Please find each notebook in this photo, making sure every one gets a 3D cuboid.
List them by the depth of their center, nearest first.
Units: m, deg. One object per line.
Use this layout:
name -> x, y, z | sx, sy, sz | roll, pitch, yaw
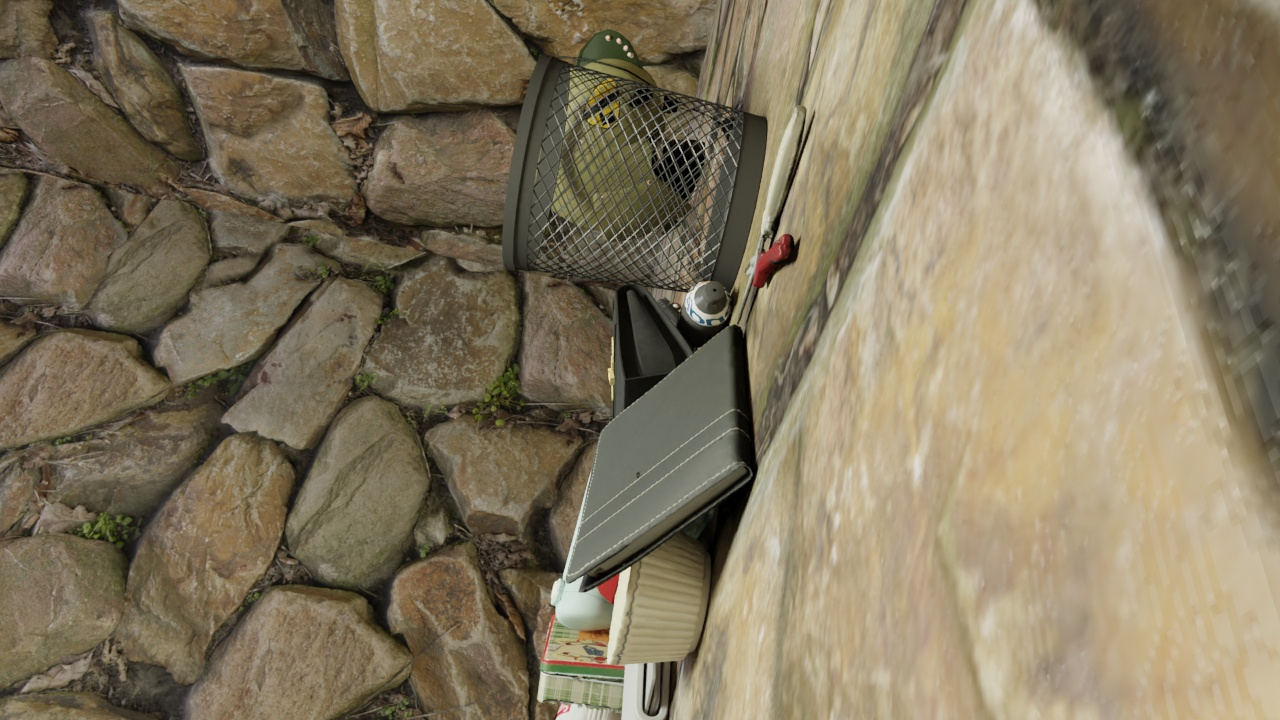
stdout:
notebook -> 0.016, 0.070, 0.701 | 0.170, 0.029, 0.208 | -40, 15, 22

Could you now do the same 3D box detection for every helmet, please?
helmet -> -0.019, -0.264, 1.141 | 0.250, 0.255, 0.233 | -68, -6, -81

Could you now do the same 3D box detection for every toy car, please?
toy car -> 0.043, -0.041, 1.179 | 0.092, 0.037, 0.040 | 55, 143, 39

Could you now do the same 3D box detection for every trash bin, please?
trash bin -> -0.005, -0.179, 0.941 | 0.218, 0.227, 0.217 | -175, 96, -88

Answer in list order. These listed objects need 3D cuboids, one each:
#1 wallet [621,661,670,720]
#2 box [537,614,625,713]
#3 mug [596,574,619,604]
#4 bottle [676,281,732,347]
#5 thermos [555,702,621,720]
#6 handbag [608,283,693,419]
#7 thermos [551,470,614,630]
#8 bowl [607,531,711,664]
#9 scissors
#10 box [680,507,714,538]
wallet -> 0.007, 0.273, 0.809 | 0.116, 0.037, 0.118 | 103, 174, -46
box -> -0.049, 0.323, 0.995 | 0.205, 0.117, 0.050 | 105, 174, -86
mug -> -0.003, 0.210, 0.953 | 0.097, 0.080, 0.116 | 104, 148, -52
bottle -> 0.063, -0.048, 0.897 | 0.112, 0.047, 0.047 | 106, 175, -71
thermos -> -0.058, 0.424, 1.076 | 0.219, 0.099, 0.100 | -74, -2, -48
handbag -> -0.006, 0.006, 0.949 | 0.176, 0.072, 0.195 | 93, 164, -45
thermos -> -0.045, 0.207, 1.052 | 0.065, 0.078, 0.206 | -51, 19, 50
bowl -> 0.016, 0.179, 0.703 | 0.115, 0.062, 0.115 | -174, 96, -88
scissors -> 0.096, -0.097, 0.680 | 0.198, 0.015, 0.179 | -83, 4, -74
box -> 0.023, 0.142, 0.812 | 0.199, 0.067, 0.083 | 113, 173, -59
